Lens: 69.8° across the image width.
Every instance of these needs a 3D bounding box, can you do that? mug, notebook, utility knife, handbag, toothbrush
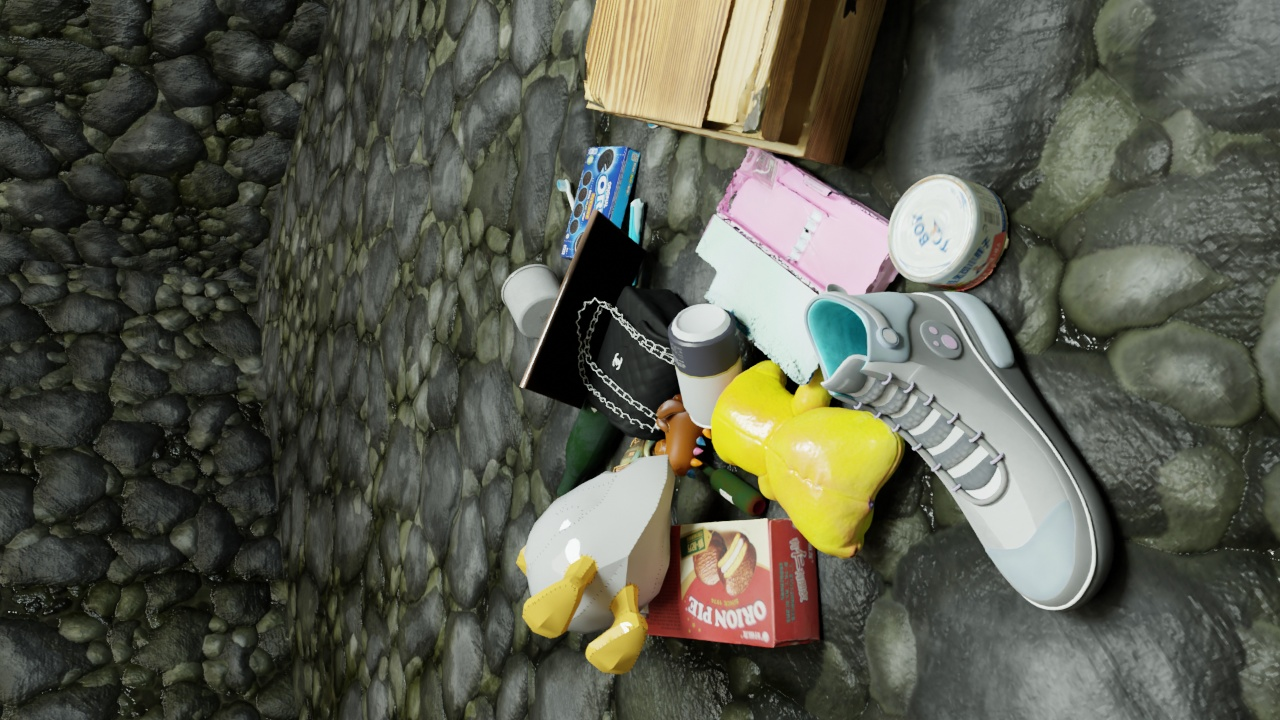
[{"bbox_3d":[-0.141,-0.072,1.285,0.113,0.084,0.070,78,165,-50],"label":"mug"},{"bbox_3d":[-0.062,-0.053,1.053,0.008,0.141,0.209,21,87,25],"label":"notebook"},{"bbox_3d":[-0.009,-0.114,1.133,0.022,0.015,0.169,-165,78,-64],"label":"utility knife"},{"bbox_3d":[-0.006,0.006,1.023,0.125,0.114,0.154,47,123,44],"label":"handbag"},{"bbox_3d":[-0.075,-0.170,1.229,0.027,0.026,0.222,-59,41,40],"label":"toothbrush"}]

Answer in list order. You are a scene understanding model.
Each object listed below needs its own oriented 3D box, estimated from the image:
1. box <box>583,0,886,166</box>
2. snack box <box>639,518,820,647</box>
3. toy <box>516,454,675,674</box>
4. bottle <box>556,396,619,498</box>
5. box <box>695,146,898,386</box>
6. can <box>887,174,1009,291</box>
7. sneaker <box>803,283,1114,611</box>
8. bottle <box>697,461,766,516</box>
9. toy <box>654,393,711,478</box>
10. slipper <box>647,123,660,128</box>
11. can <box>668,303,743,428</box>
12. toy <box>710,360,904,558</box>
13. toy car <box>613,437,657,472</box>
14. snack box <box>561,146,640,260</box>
[{"bbox_3d":[0.076,-0.339,0.807,0.247,0.175,0.279,22,108,32],"label":"box"},{"bbox_3d":[0.076,0.219,0.916,0.237,0.060,0.113,-20,68,55],"label":"snack box"},{"bbox_3d":[-0.048,0.192,0.946,0.247,0.141,0.267,-51,15,16],"label":"toy"},{"bbox_3d":[-0.071,0.116,1.166,0.055,0.055,0.175,60,136,42],"label":"bottle"},{"bbox_3d":[0.136,-0.094,0.862,0.160,0.035,0.230,-62,39,18],"label":"box"},{"bbox_3d":[0.238,-0.099,0.715,0.086,0.043,0.086,-17,70,55],"label":"can"},{"bbox_3d":[0.208,0.053,0.638,0.093,0.160,0.256,-51,44,42],"label":"sneaker"},{"bbox_3d":[0.089,0.127,0.939,0.106,0.025,0.025,32,113,54],"label":"bottle"},{"bbox_3d":[0.063,0.081,0.963,0.103,0.070,0.090,13,89,35],"label":"toy"},{"bbox_3d":[0.069,-0.380,0.973,0.296,0.060,0.118,-49,26,41],"label":"slipper"},{"bbox_3d":[0.068,0.011,0.896,0.064,0.064,0.127,45,156,50],"label":"can"},{"bbox_3d":[0.139,0.074,0.813,0.194,0.087,0.134,41,116,52],"label":"toy"},{"bbox_3d":[-0.004,0.140,1.064,0.047,0.047,0.111,-27,64,50],"label":"toy car"},{"bbox_3d":[-0.052,-0.197,1.169,0.082,0.027,0.150,14,90,51],"label":"snack box"}]
